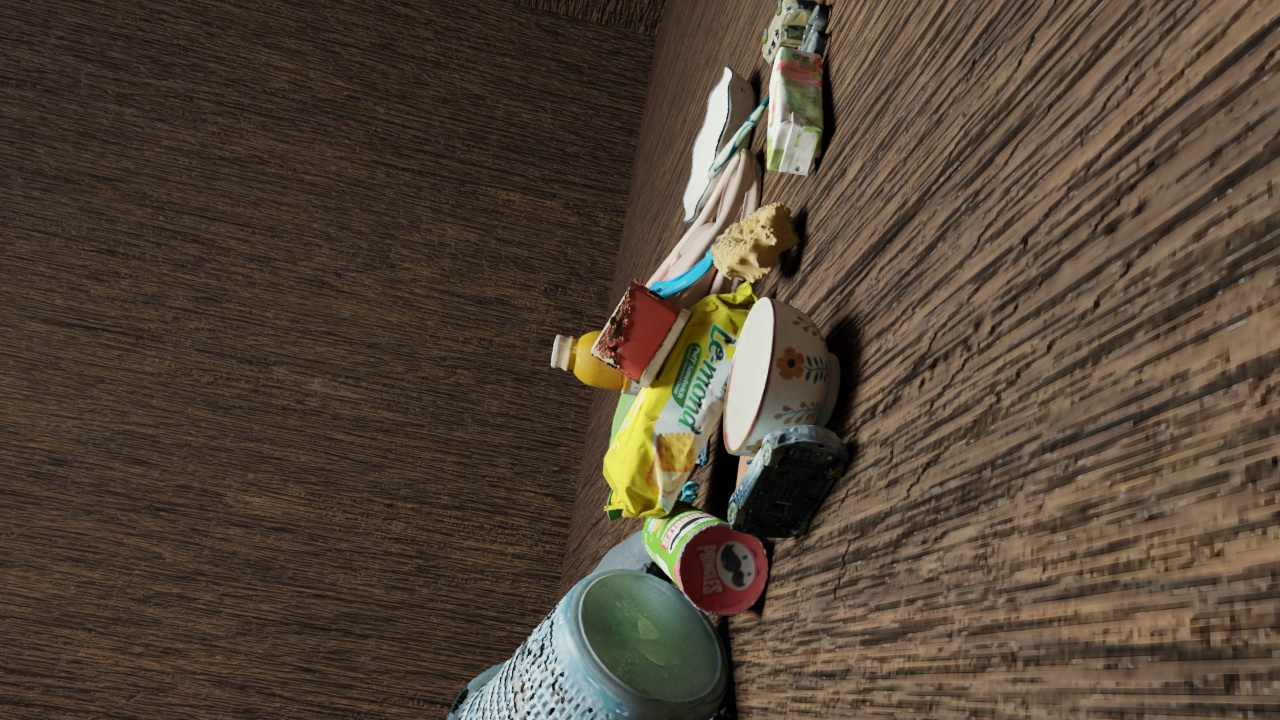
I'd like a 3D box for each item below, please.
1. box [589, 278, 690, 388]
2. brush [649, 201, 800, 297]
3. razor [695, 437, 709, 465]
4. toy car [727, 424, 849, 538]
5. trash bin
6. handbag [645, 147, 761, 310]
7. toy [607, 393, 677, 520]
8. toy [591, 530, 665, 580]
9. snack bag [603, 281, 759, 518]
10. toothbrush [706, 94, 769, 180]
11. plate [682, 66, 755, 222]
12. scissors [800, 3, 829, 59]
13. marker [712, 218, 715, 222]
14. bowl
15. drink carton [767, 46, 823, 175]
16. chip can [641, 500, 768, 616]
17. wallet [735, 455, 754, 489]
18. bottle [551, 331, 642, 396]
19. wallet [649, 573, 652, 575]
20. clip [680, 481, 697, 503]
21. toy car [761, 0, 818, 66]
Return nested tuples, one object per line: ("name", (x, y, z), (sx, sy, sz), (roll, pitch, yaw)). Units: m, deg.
("box", (-0.011, -0.028, 0.919), (0.091, 0.079, 0.168), (-59, 2, -1))
("brush", (0.069, -0.093, 0.898), (0.083, 0.046, 0.255), (-57, 16, -22))
("razor", (0.044, 0.125, 1.072), (0.143, 0.022, 0.042), (125, 159, -54))
("toy car", (0.097, 0.082, 0.621), (0.121, 0.054, 0.036), (109, 168, -49))
("trash bin", (-0.031, 0.296, 0.786), (0.195, 0.226, 0.226), (-60, 14, 28))
("handbag", (0.084, -0.137, 1.084), (0.193, 0.093, 0.234), (-109, 42, -78))
("toy", (0.008, 0.100, 1.213), (0.226, 0.090, 0.247), (-107, 23, -48))
("toy", (-0.019, 0.320, 1.121), (0.138, 0.091, 0.357), (37, 121, 52))
("snack bag", (0.035, 0.044, 0.909), (0.246, 0.068, 0.158), (-62, 4, -10))
("toothbrush", (0.122, -0.260, 1.023), (0.192, 0.016, 0.018), (131, 143, -51))
("plate", (0.104, -0.279, 1.216), (0.205, 0.045, 0.205), (-168, 91, -82))
("scissors", (0.160, -0.284, 0.932), (0.172, 0.014, 0.145), (-110, 31, -83))
("marker", (0.086, -0.144, 1.277), (0.022, 0.018, 0.130), (92, -172, -82))
("bowl", (0.103, 0.016, 0.651), (0.113, 0.062, 0.113), (-170, 91, -82))
("drink carton", (0.140, -0.224, 0.824), (0.054, 0.045, 0.122), (101, 177, -49))
("chip can", (0.048, 0.168, 0.814), (0.236, 0.072, 0.072), (148, 133, -82))
("wallet", (0.099, 0.084, 0.766), (0.115, 0.020, 0.101), (128, 152, -82))
("bottle", (-0.006, 0.006, 1.046), (0.068, 0.189, 0.068), (-171, 92, -85))
("wallet", (0.007, 0.291, 0.982), (0.106, 0.040, 0.133), (66, 158, 19))
("clip", (0.054, 0.154, 1.052), (0.056, 0.014, 0.041), (113, 167, -67))
("toy car", (0.153, -0.335, 0.934), (0.090, 0.042, 0.035), (118, 153, -72))
